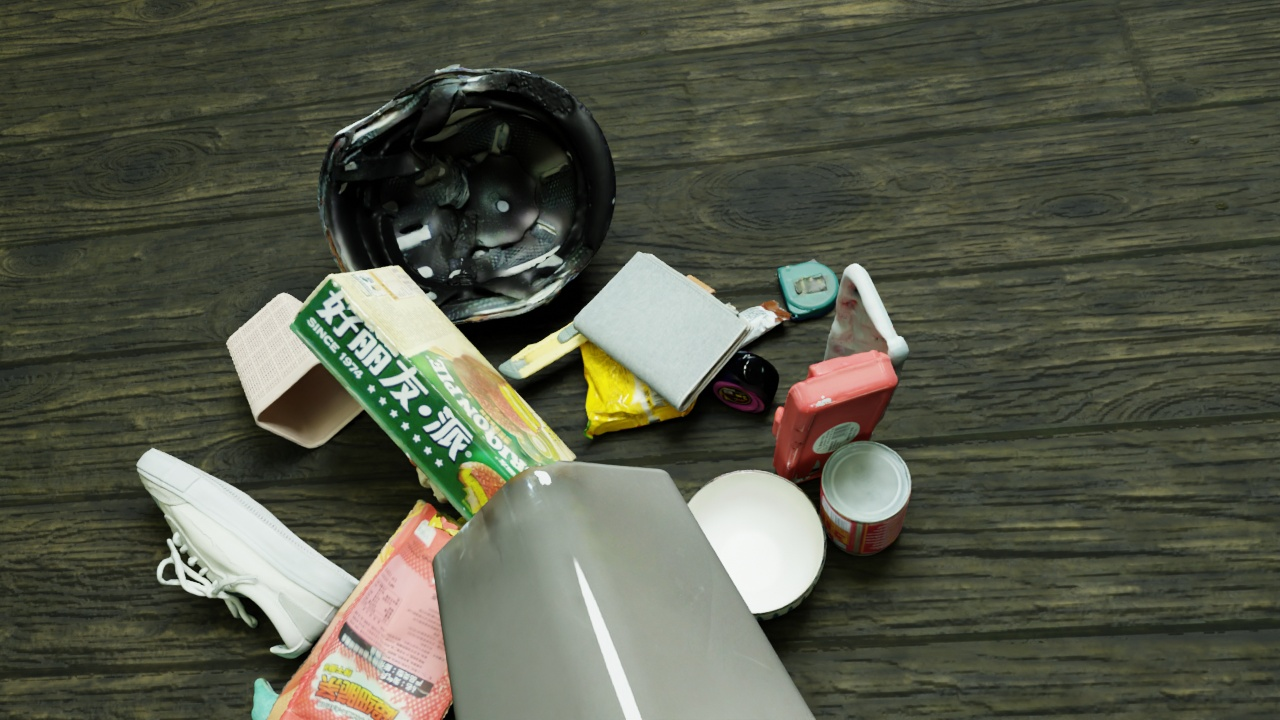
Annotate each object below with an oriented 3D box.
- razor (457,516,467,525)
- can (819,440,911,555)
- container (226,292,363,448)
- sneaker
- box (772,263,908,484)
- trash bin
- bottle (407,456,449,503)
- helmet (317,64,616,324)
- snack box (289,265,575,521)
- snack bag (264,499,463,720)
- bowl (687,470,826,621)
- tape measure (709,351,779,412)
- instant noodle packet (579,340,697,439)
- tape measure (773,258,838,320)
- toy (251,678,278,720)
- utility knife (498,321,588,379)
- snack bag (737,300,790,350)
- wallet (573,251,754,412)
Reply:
[{"bbox_3d":[-0.171,0.161,0.802,0.132,0.028,0.043,-38,65,-9],"label":"razor"},{"bbox_3d":[0.175,0.111,0.721,0.066,0.094,0.066,-5,60,8],"label":"can"},{"bbox_3d":[-0.326,0.007,0.874,0.090,0.090,0.111,-41,58,2],"label":"container"},{"bbox_3d":[-0.362,0.169,0.803,0.242,0.089,0.090,30,75,17],"label":"sneaker"},{"bbox_3d":[0.140,0.019,0.714,0.094,0.201,0.100,-17,66,-3],"label":"box"},{"bbox_3d":[-0.027,0.204,0.627,0.199,0.198,0.219,-46,53,29],"label":"trash bin"},{"bbox_3d":[-0.195,0.061,0.843,0.067,0.067,0.149,-21,67,-1],"label":"bottle"},{"bbox_3d":[-0.157,-0.152,0.884,0.274,0.156,0.230,-24,99,3],"label":"helmet"},{"bbox_3d":[-0.167,0.028,0.766,0.063,0.114,0.240,-43,89,16],"label":"snack box"},{"bbox_3d":[-0.189,0.224,0.730,0.128,0.073,0.207,26,76,14],"label":"snack bag"},{"bbox_3d":[0.088,0.153,0.731,0.116,0.066,0.116,-4,61,8],"label":"bowl"},{"bbox_3d":[0.093,0.017,0.810,0.057,0.058,0.039,0,54,43],"label":"tape measure"},{"bbox_3d":[-0.005,0.005,0.843,0.111,0.044,0.128,-15,56,10],"label":"instant noodle packet"},{"bbox_3d":[0.158,-0.068,0.863,0.054,0.025,0.058,-14,61,4],"label":"tape measure"},{"bbox_3d":[-0.270,0.294,0.744,0.092,0.030,0.096,-19,63,3],"label":"toy"},{"bbox_3d":[-0.048,-0.033,0.848,0.182,0.019,0.031,-30,61,-7],"label":"utility knife"},{"bbox_3d":[0.088,-0.025,0.850,0.105,0.026,0.045,-31,28,-5],"label":"snack bag"},{"bbox_3d":[0.021,-0.030,0.812,0.130,0.037,0.106,38,78,24],"label":"wallet"}]
